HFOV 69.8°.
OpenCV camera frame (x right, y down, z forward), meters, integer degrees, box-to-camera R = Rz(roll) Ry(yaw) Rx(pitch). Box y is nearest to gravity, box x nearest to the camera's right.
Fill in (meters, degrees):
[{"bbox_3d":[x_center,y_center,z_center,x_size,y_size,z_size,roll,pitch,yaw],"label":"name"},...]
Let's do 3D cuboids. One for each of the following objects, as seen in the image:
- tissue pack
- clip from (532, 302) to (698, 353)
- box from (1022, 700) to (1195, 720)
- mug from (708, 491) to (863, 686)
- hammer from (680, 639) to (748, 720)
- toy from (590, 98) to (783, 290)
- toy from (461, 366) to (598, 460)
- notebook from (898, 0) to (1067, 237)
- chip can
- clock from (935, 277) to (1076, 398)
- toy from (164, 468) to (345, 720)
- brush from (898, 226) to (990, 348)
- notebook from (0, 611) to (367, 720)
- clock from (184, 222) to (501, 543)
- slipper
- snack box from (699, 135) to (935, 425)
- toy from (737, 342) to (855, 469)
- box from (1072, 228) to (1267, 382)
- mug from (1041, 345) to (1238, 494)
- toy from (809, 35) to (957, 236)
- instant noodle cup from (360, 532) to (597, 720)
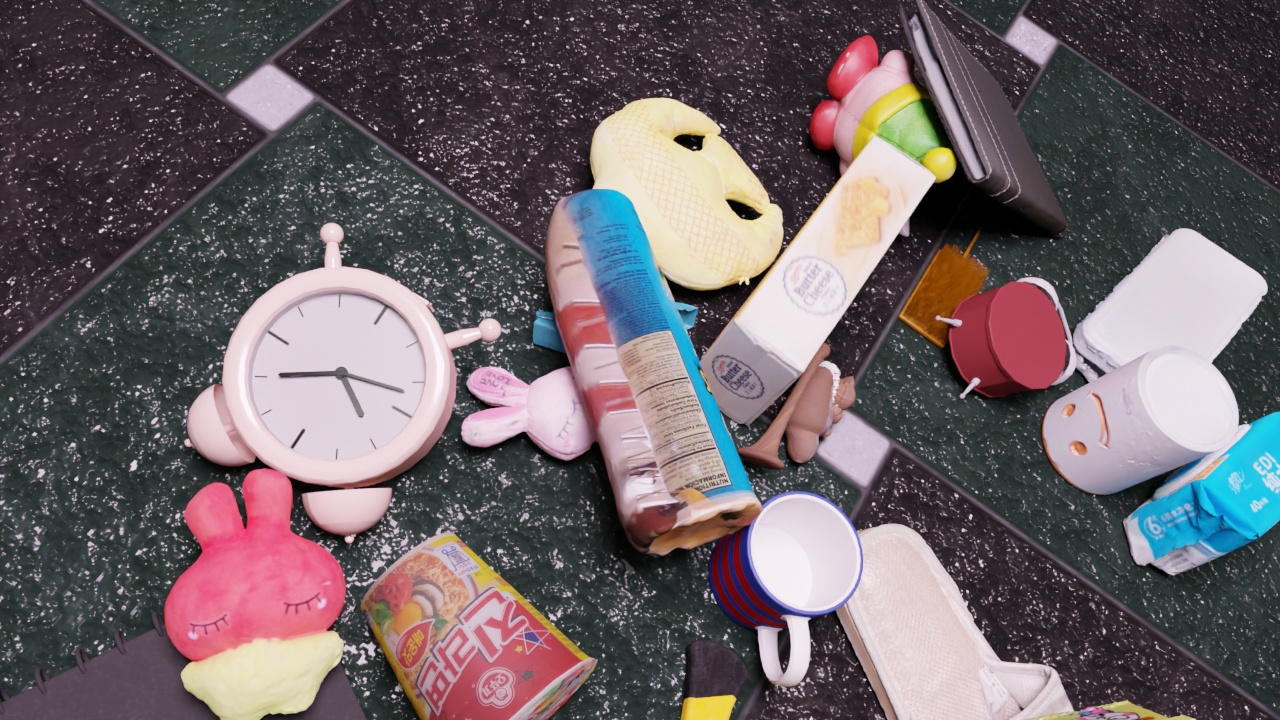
[{"bbox_3d":[0.433,0.096,0.680,0.144,0.093,0.061,-27,69,-24],"label":"tissue pack"},{"bbox_3d":[-0.002,-0.003,0.635,0.120,0.033,0.118,-17,56,-25],"label":"clip"},{"bbox_3d":[0.203,0.272,0.507,0.221,0.079,0.124,-9,81,0],"label":"box"},{"bbox_3d":[0.089,0.146,0.575,0.075,0.076,0.111,10,65,-11],"label":"mug"},{"bbox_3d":[0.012,0.318,0.506,0.170,0.034,0.323,16,62,-6],"label":"hammer"},{"bbox_3d":[0.028,-0.122,0.686,0.154,0.065,0.170,-26,77,-29],"label":"toy"},{"bbox_3d":[-0.062,0.032,0.604,0.110,0.047,0.063,2,57,-10],"label":"toy"},{"bbox_3d":[0.279,-0.192,0.743,0.208,0.030,0.169,11,57,-53],"label":"notebook"},{"bbox_3d":[-0.003,0.003,0.570,0.079,0.080,0.229,-12,64,-19],"label":"chip can"},{"bbox_3d":[0.290,-0.017,0.710,0.124,0.044,0.087,-14,85,-30],"label":"clock"},{"bbox_3d":[-0.208,0.127,0.498,0.091,0.045,0.135,-6,76,-20],"label":"toy"},{"bbox_3d":[0.257,-0.069,0.748,0.048,0.017,0.126,36,63,3],"label":"brush"},{"bbox_3d":[-0.263,0.227,0.479,0.231,0.019,0.169,-25,76,-23],"label":"notebook"},{"bbox_3d":[-0.183,0.015,0.570,0.131,0.086,0.160,31,72,0],"label":"clock"},{"bbox_3d":[0.216,0.229,0.588,0.114,0.054,0.272,-27,75,-19],"label":"slipper"},{"bbox_3d":[0.123,-0.058,0.659,0.057,0.104,0.207,37,63,3],"label":"snack box"},{"bbox_3d":[0.116,0.039,0.649,0.055,0.042,0.101,46,67,-36],"label":"toy"},{"bbox_3d":[0.447,-0.038,0.768,0.213,0.063,0.118,-35,77,-25],"label":"box"},{"bbox_3d":[0.364,0.046,0.676,0.082,0.105,0.082,6,65,-13],"label":"mug"},{"bbox_3d":[0.193,-0.173,0.722,0.131,0.124,0.096,37,33,19],"label":"toy"},{"bbox_3d":[-0.097,0.161,0.514,0.100,0.101,0.112,-36,72,-26],"label":"instant noodle cup"}]
